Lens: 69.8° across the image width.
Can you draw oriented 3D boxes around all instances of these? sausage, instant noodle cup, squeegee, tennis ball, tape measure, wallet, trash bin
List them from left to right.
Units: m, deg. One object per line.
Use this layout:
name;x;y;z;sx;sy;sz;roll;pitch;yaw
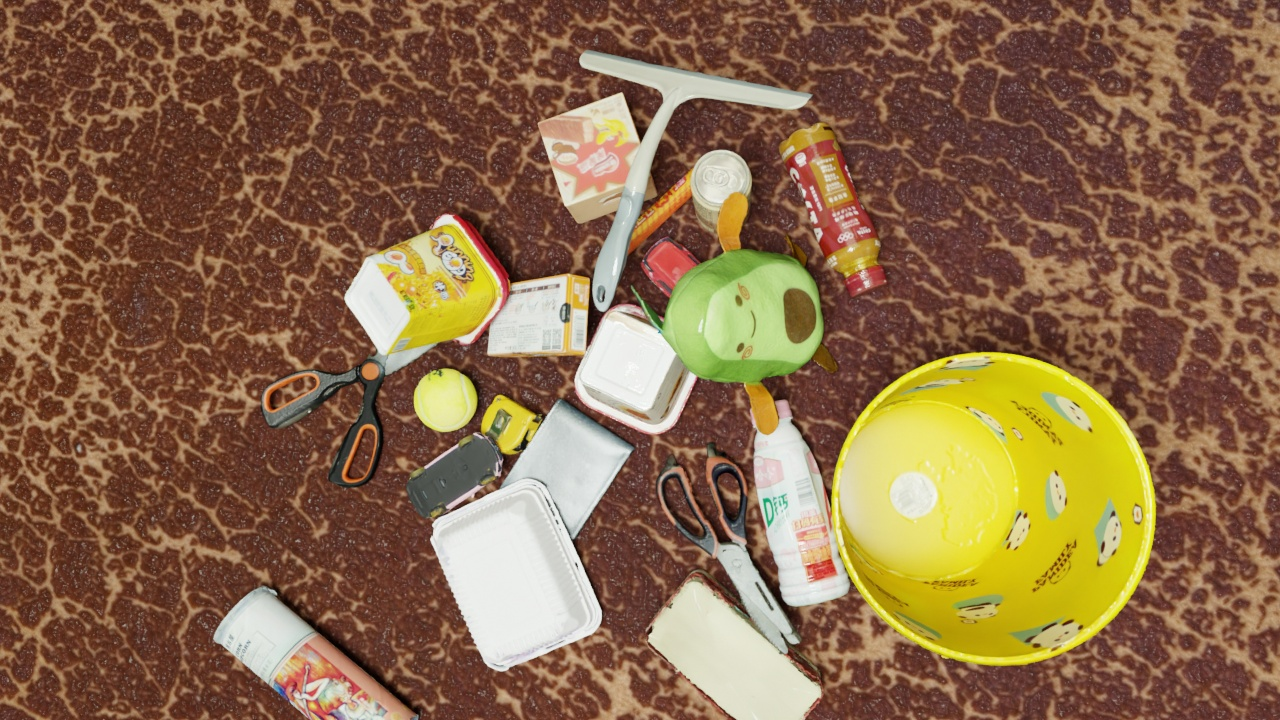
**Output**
instant noodle cup;-0.216;-0.070;0.919;0.116;0.123;0.116;54;133;8
tennis ball;-0.202;0.041;0.953;0.065;0.065;0.065;-1;85;6
tape measure;-0.139;0.068;0.954;0.060;0.029;0.057;28;90;31
instant noodle cup;-0.132;0.221;0.927;0.138;0.060;0.173;-25;88;7
wallet;-0.078;0.114;0.958;0.097;0.019;0.121;34;92;8
instant noodle cup;-0.005;0.005;0.905;0.116;0.124;0.116;25;89;8
squeegee;-0.001;-0.165;0.857;0.247;0.039;0.246;21;90;26
sausage;0.014;-0.150;0.967;0.165;0.021;0.021;-43;82;1
trash bin;0.271;0.118;0.798;0.230;0.255;0.229;-1;85;7

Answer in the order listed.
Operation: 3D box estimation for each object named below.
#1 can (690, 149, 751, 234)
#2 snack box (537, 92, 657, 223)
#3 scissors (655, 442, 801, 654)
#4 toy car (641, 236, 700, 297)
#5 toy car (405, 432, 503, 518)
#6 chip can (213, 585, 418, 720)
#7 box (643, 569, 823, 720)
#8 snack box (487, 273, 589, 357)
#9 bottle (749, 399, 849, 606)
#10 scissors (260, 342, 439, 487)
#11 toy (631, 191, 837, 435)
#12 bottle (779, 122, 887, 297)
can;0.081;-0.165;0.913;0.058;0.116;0.058;-1;85;6
snack box;-0.042;-0.207;0.951;0.093;0.077;0.094;-18;83;4
scissors;0.098;0.178;0.901;0.206;0.015;0.194;17;72;21
toy car;0.053;-0.076;0.946;0.120;0.045;0.053;43;92;6
toy car;-0.191;0.120;0.954;0.123;0.037;0.056;-33;84;21
chip can;-0.331;0.326;0.942;0.215;0.071;0.071;36;90;7
box;0.092;0.288;0.893;0.168;0.079;0.091;40;91;8
snack box;-0.105;-0.042;0.919;0.026;0.154;0.075;7;85;-37
bottle;0.150;0.138;0.907;0.068;0.068;0.197;-15;81;5
scissors;-0.301;0.033;0.991;0.221;0.022;0.224;-10;86;0
toy;0.106;-0.043;0.856;0.090;0.246;0.227;-9;93;45
bottle;0.198;-0.150;0.928;0.057;0.057;0.175;-22;83;4
